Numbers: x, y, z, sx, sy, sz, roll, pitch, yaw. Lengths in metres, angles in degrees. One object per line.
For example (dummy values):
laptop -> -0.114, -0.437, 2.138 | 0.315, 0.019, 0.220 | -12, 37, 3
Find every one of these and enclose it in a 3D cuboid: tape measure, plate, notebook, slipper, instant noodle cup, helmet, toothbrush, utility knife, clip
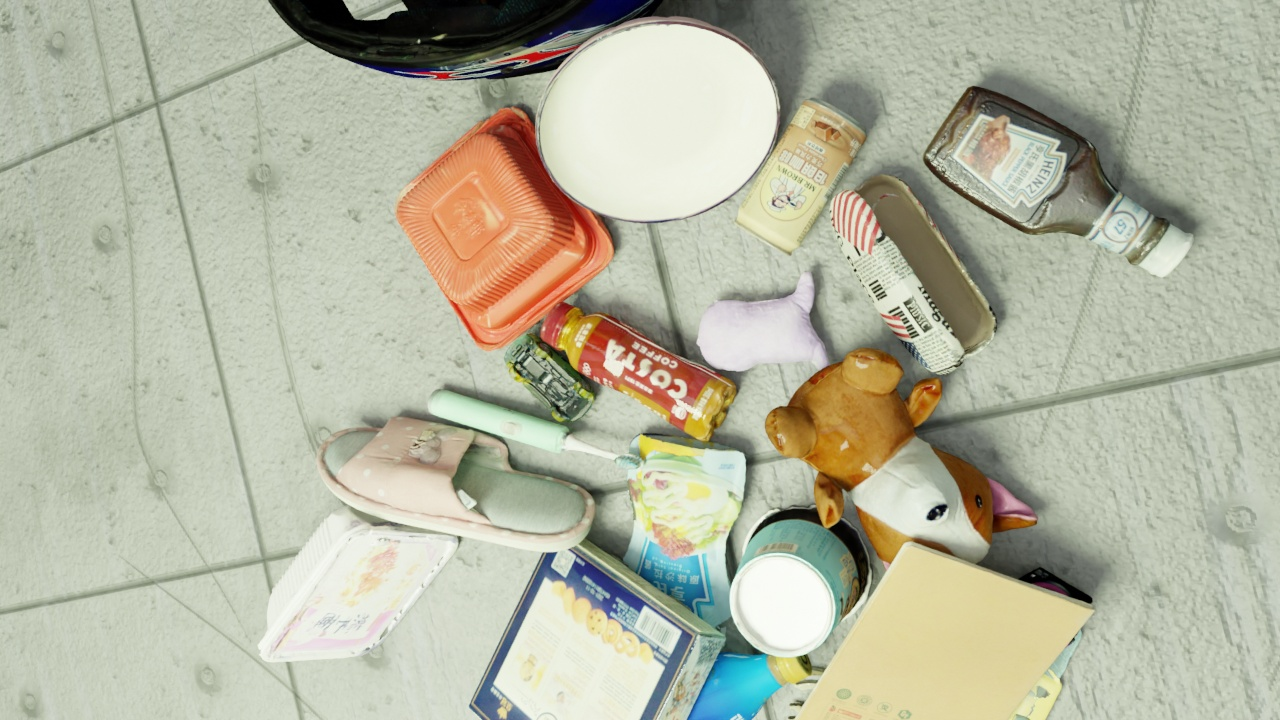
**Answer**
tape measure -> 0.309, 0.193, 0.706 | 0.057, 0.039, 0.058 | 34, 101, 26
plate -> 0.013, -0.192, 0.730 | 0.193, 0.192, 0.039 | -22, 49, 19
notebook -> 0.225, 0.239, 0.705 | 0.148, 0.008, 0.208 | 20, 118, -3
slipper -> -0.171, 0.104, 0.834 | 0.274, 0.113, 0.054 | 15, 122, 15
instant noodle cup -> -0.135, -0.123, 0.820 | 0.165, 0.079, 0.188 | -38, 77, 13
helmet -> -0.112, -0.342, 0.707 | 0.316, 0.240, 0.247 | -16, 107, 10
toothbrush -> -0.098, 0.065, 0.835 | 0.225, 0.027, 0.026 | 15, 103, 23
utility knife -> 0.303, 0.290, 0.735 | 0.031, 0.021, 0.198 | 26, 96, 16
instant noodle cup -> -0.272, 0.204, 0.869 | 0.174, 0.138, 0.060 | -50, 56, 15
clip -> 0.171, 0.302, 0.770 | 0.104, 0.034, 0.082 | 24, 98, 8
instant noodle cup -> 0.122, 0.180, 0.729 | 0.111, 0.120, 0.111 | 1, 94, 19

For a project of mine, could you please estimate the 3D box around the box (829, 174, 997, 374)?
box -> 0.201, -0.064, 0.706 | 0.076, 0.087, 0.163 | -34, 86, 33

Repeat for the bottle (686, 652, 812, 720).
bottle -> 0.045, 0.294, 0.784 | 0.219, 0.065, 0.065 | -32, 83, 23

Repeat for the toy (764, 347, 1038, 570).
toy -> 0.199, 0.087, 0.705 | 0.140, 0.130, 0.199 | -39, 90, 5

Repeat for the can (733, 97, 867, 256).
can -> 0.128, -0.147, 0.739 | 0.058, 0.058, 0.116 | 34, 104, 14

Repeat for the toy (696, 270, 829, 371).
toy -> 0.098, -0.026, 0.767 | 0.108, 0.039, 0.084 | -8, 91, 20

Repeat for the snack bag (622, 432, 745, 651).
snack bag -> 0.033, 0.163, 0.804 | 0.110, 0.038, 0.191 | 7, 98, 15

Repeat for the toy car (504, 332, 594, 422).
toy car -> -0.080, 0.015, 0.830 | 0.091, 0.036, 0.043 | 46, 110, -1

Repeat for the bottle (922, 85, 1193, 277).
bottle -> 0.312, -0.128, 0.687 | 0.195, 0.044, 0.080 | 35, 104, 13

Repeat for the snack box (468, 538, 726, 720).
snack box -> -0.043, 0.267, 0.783 | 0.178, 0.045, 0.182 | 27, 91, 38

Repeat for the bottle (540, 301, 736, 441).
bottle -> -0.005, 0.005, 0.794 | 0.175, 0.057, 0.057 | 29, 102, 15
